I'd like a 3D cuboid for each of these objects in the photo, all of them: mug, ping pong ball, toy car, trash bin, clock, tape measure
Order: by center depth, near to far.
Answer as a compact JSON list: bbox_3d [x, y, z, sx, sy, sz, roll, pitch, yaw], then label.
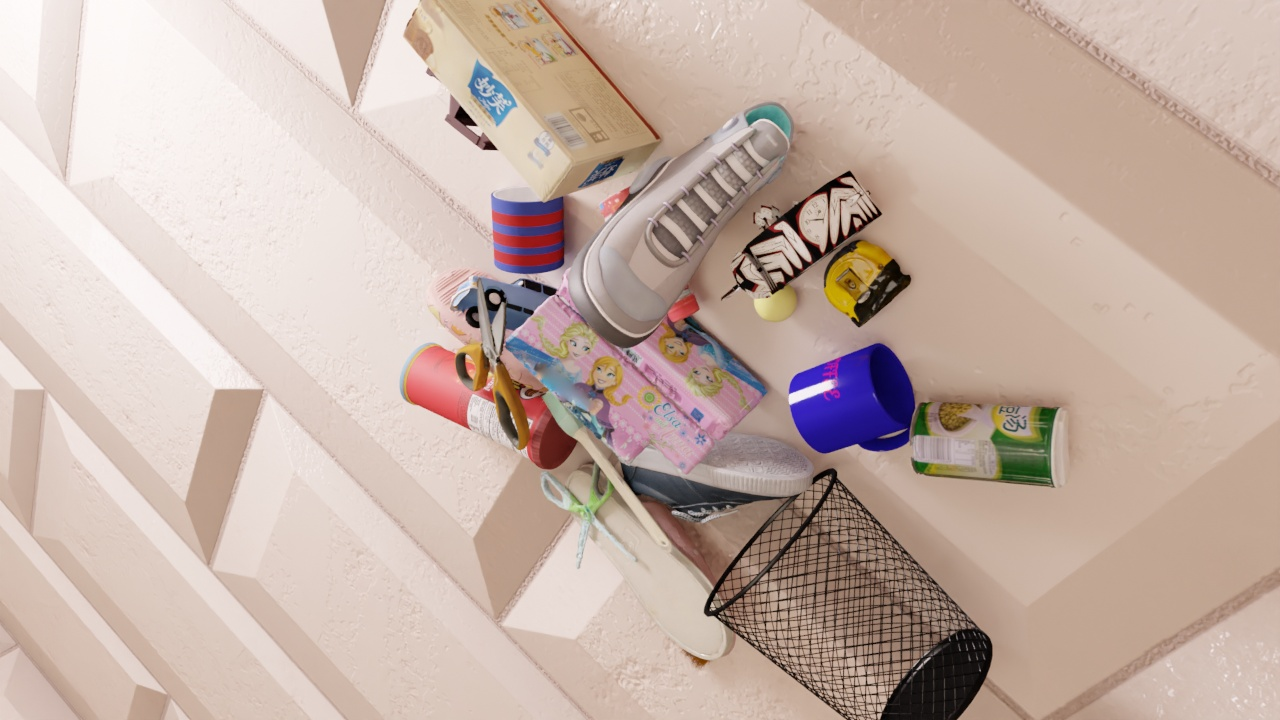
[{"bbox_3d":[0.125,-0.103,0.792,0.155,0.114,0.065,-37,88,21],"label":"clock"},{"bbox_3d":[0.194,-0.071,0.814,0.064,0.037,0.066,47,128,7],"label":"tape measure"},{"bbox_3d":[0.202,0.045,0.841,0.084,0.079,0.111,-24,124,38],"label":"mug"},{"bbox_3d":[0.127,-0.056,0.863,0.040,0.040,0.040,14,117,28],"label":"ping pong ball"},{"bbox_3d":[0.199,0.240,0.865,0.210,0.183,0.185,42,127,4],"label":"trash bin"},{"bbox_3d":[-0.144,-0.249,0.937,0.170,0.070,0.062,39,115,13],"label":"toy car"},{"bbox_3d":[-0.125,-0.057,0.977,0.056,0.153,0.054,-35,47,49],"label":"toy car"},{"bbox_3d":[-0.128,-0.145,0.981,0.112,0.074,0.076,32,129,50],"label":"mug"}]

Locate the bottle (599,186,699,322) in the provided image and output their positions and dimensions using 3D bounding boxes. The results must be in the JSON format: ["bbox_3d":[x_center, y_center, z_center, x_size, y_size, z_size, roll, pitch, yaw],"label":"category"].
[{"bbox_3d":[0.015,-0.105,0.902,0.062,0.061,0.137,-22,97,38],"label":"bottle"}]

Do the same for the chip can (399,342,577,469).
[{"bbox_3d":[-0.177,0.050,1.081,0.213,0.086,0.087,21,120,26],"label":"chip can"}]

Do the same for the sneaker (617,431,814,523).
[{"bbox_3d":[0.069,0.125,0.950,0.236,0.089,0.087,6,112,39],"label":"sneaker"}]

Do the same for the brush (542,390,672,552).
[{"bbox_3d":[-0.034,0.118,0.983,0.217,0.012,0.033,52,145,5],"label":"brush"}]

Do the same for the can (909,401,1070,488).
[{"bbox_3d":[0.300,0.071,0.786,0.121,0.067,0.067,1,111,34],"label":"can"}]

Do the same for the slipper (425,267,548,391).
[{"bbox_3d":[-0.165,-0.022,1.043,0.197,0.093,0.082,39,135,12],"label":"slipper"}]

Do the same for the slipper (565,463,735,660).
[{"bbox_3d":[0.015,0.221,1.045,0.274,0.054,0.114,46,132,23],"label":"slipper"}]

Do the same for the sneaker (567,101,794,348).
[{"bbox_3d":[0.046,-0.123,0.755,0.093,0.255,0.161,45,130,-13],"label":"sneaker"}]

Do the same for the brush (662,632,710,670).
[{"bbox_3d":[0.040,0.309,1.091,0.126,0.017,0.049,47,128,8],"label":"brush"}]

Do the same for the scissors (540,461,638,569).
[{"bbox_3d":[-0.061,0.177,1.061,0.173,0.021,0.172,35,126,30],"label":"scissors"}]

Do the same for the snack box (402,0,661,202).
[{"bbox_3d":[-0.097,-0.253,0.853,0.207,0.152,0.055,50,129,6],"label":"snack box"}]

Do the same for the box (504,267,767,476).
[{"bbox_3d":[-0.004,0.001,0.906,0.230,0.160,0.062,43,157,11],"label":"box"}]

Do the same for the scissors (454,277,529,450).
[{"bbox_3d":[-0.146,0.009,0.940,0.175,0.016,0.226,55,153,9],"label":"scissors"}]
